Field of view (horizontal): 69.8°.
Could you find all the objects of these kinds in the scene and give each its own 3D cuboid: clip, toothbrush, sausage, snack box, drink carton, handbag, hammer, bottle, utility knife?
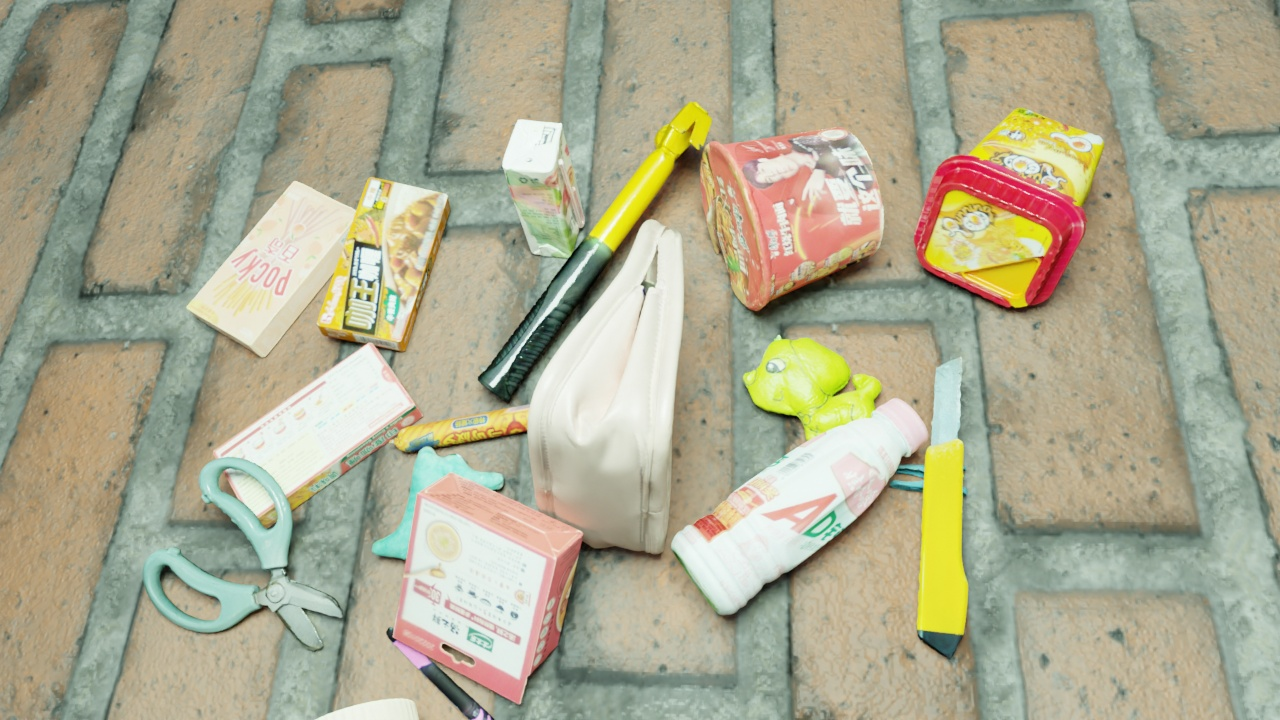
[{"bbox_3d":[0.213,0.088,0.679,0.057,0.014,0.047,3,67,11],"label":"clip"},{"bbox_3d":[-0.118,0.249,0.648,0.189,0.018,0.014,34,74,23],"label":"toothbrush"},{"bbox_3d":[-0.123,0.052,0.741,0.165,0.021,0.021,-11,63,4],"label":"sausage"},{"bbox_3d":[-0.329,-0.086,0.837,0.084,0.026,0.157,26,70,19],"label":"snack box"},{"bbox_3d":[-0.078,-0.142,0.773,0.045,0.123,0.053,7,63,9],"label":"drink carton"},{"bbox_3d":[-0.004,0.004,0.664,0.093,0.194,0.233,11,58,6],"label":"handbag"},{"bbox_3d":[-0.265,0.060,0.756,0.155,0.027,0.077,-36,65,-9],"label":"snack box"},{"bbox_3d":[-0.035,-0.095,0.768,0.033,0.129,0.300,37,83,-9],"label":"hammer"},{"bbox_3d":[0.117,0.099,0.655,0.196,0.068,0.068,-35,64,-8],"label":"bottle"},{"bbox_3d":[-0.225,-0.086,0.813,0.075,0.026,0.153,12,67,-1],"label":"snack box"},{"bbox_3d":[-0.110,0.161,0.653,0.113,0.044,0.127,22,113,17],"label":"snack box"},{"bbox_3d":[0.219,0.100,0.656,0.033,0.015,0.216,5,74,11],"label":"utility knife"}]

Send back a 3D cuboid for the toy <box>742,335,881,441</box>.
[{"bbox_3d":[0.135,0.022,0.713,0.096,0.031,0.100,-21,68,-2],"label":"toy"}]

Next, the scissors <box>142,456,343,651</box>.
[{"bbox_3d":[-0.311,0.171,0.705,0.171,0.019,0.177,-38,80,4],"label":"scissors"}]

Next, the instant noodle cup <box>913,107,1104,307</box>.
[{"bbox_3d":[0.295,-0.126,0.722,0.116,0.116,0.123,29,60,21],"label":"instant noodle cup"}]

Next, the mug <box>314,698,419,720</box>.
[{"bbox_3d":[-0.163,0.286,0.608,0.114,0.082,0.105,-6,58,-25],"label":"mug"}]

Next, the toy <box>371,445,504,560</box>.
[{"bbox_3d":[-0.156,0.110,0.715,0.096,0.030,0.091,2,67,3],"label":"toy"}]

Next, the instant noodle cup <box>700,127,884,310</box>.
[{"bbox_3d":[0.121,-0.121,0.732,0.108,0.138,0.137,-17,63,-7],"label":"instant noodle cup"}]
